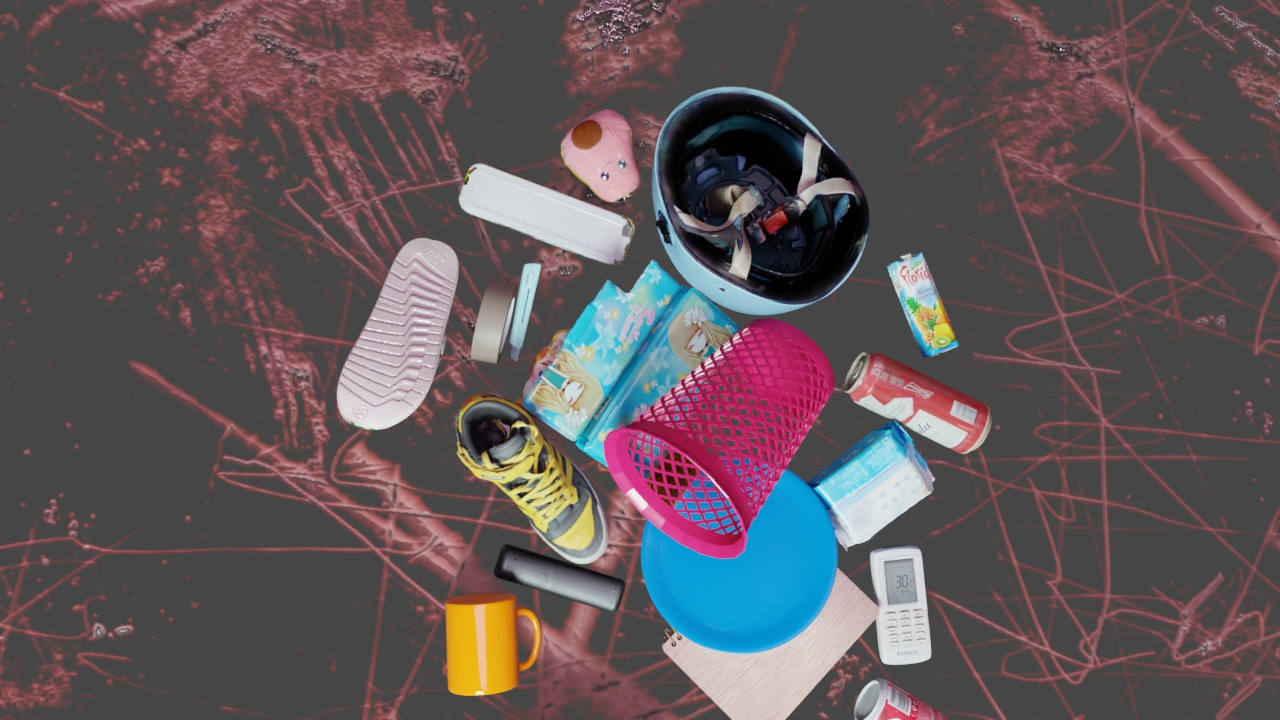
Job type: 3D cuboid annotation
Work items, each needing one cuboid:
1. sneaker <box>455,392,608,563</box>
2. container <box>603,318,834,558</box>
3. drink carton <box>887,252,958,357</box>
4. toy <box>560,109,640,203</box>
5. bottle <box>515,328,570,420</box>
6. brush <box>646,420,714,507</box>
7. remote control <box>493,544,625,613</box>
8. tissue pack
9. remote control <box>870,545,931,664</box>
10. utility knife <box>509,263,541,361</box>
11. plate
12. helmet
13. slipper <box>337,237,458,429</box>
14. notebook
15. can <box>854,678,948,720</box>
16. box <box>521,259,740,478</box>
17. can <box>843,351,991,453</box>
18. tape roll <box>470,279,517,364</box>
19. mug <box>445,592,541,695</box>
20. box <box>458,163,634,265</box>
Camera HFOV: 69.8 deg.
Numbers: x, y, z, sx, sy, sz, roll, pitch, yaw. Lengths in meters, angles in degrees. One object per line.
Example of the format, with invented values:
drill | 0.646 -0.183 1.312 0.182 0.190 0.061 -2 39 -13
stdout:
sneaker | -0.119 0.130 1.020 0.086 0.122 0.238 -42 89 -7
container | 0.101 0.070 1.008 0.183 0.184 0.225 45 61 -1
drink carton | 0.344 -0.069 1.125 0.044 0.038 0.129 -20 87 -7
toy | -0.041 -0.240 1.094 0.090 0.051 0.110 -33 90 -6
bottle | -0.098 0.017 1.060 0.063 0.063 0.108 39 81 -1
brush | 0.049 0.122 1.083 0.048 0.017 0.126 34 80 16
remote control | -0.093 0.253 1.062 0.152 0.020 0.041 18 85 -5
tissue pack | 0.273 0.147 1.088 0.144 0.062 0.093 -36 90 -4
remote control | 0.310 0.292 1.097 0.060 0.025 0.138 -4 85 -6
utility knife | -0.140 -0.058 1.088 0.022 0.015 0.120 14 85 -29
plate | 0.113 0.223 1.061 0.224 0.024 0.224 -3 71 10
helmet | 0.116 -0.170 1.044 0.225 0.167 0.265 -30 87 -19
slipper | -0.269 -0.026 1.049 0.094 0.065 0.238 17 66 -6
notebook | 0.149 0.310 1.074 0.169 0.022 0.210 44 82 4
can | 0.307 0.422 1.066 0.105 0.064 0.064 31 83 -2
box | -0.008 0.005 1.052 0.182 0.039 0.226 38 82 -28
can | 0.332 0.050 1.099 0.170 0.067 0.067 26 83 -3
tape roll | -0.166 -0.044 1.043 0.030 0.094 0.093 14 84 -5
mug | -0.161 0.313 1.029 0.112 0.078 0.096 0 84 -34
box | -0.111 -0.173 1.095 0.210 0.044 0.066 20 96 -4
